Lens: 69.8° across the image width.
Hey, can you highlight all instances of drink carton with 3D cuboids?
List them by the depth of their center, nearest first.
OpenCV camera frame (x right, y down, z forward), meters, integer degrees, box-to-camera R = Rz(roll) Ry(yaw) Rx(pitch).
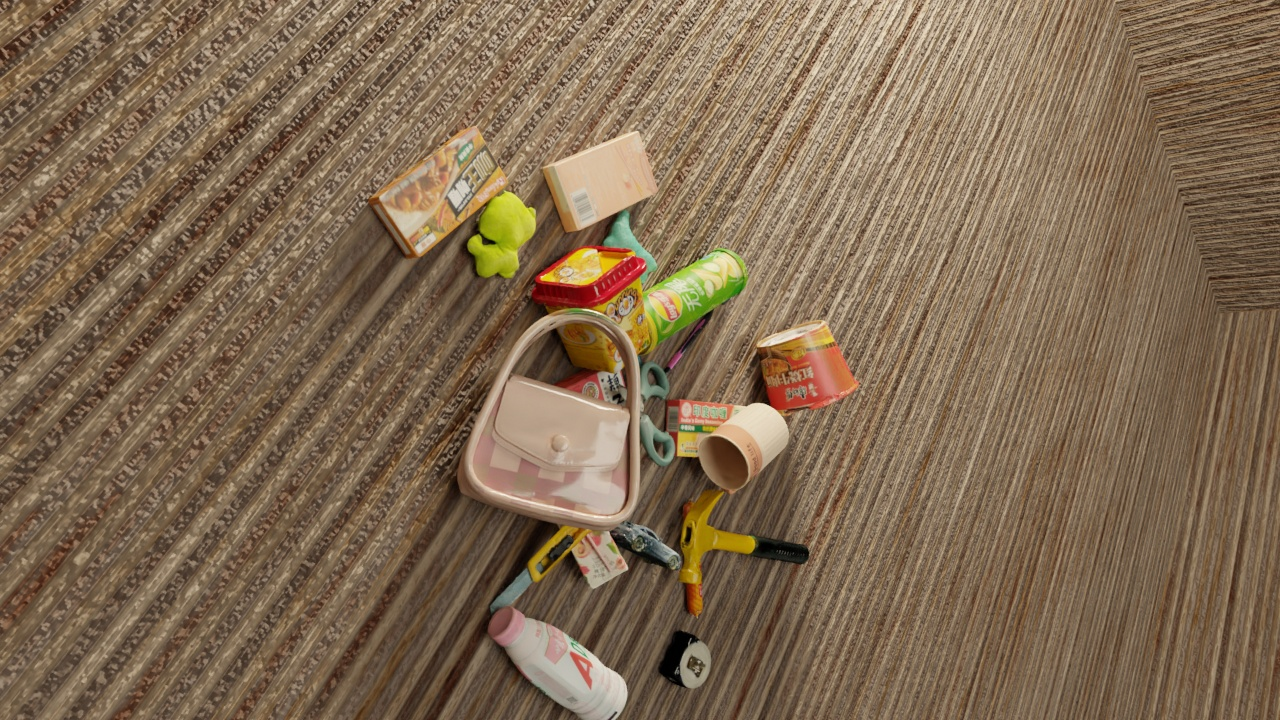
[{"bbox_3d":[-0.064,0.209,1.100,0.053,0.045,0.122,-28,112,-7],"label":"drink carton"}]

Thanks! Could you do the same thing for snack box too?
[{"bbox_3d":[-0.215,-0.182,0.990,0.153,0.026,0.075,-49,121,-34],"label":"snack box"},{"bbox_3d":[-0.061,0.080,1.118,0.113,0.044,0.127,-28,108,-41],"label":"snack box"},{"bbox_3d":[-0.048,-0.227,1.155,0.156,0.026,0.084,-33,111,-40],"label":"snack box"},{"bbox_3d":[0.097,0.098,1.284,0.155,0.027,0.077,8,83,-44],"label":"snack box"}]

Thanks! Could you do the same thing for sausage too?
[{"bbox_3d":[0.072,0.272,1.258,0.021,0.021,0.165,-4,91,-44],"label":"sausage"}]

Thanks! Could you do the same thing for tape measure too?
[{"bbox_3d":[0.064,0.407,1.238,0.066,0.034,0.065,45,61,-33],"label":"tape measure"}]

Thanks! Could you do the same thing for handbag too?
[{"bbox_3d":[-0.083,0.058,1.004,0.193,0.093,0.234,17,83,-15],"label":"handbag"}]

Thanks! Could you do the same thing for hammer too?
[{"bbox_3d":[0.155,0.264,1.315,0.300,0.033,0.128,22,73,-47],"label":"hammer"}]

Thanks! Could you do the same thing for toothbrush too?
[{"bbox_3d":[0.082,-0.042,1.286,0.188,0.014,0.018,-52,133,-32],"label":"toothbrush"}]

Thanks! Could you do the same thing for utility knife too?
[{"bbox_3d":[-0.093,0.217,1.052,0.216,0.015,0.033,-44,111,-10],"label":"utility knife"}]

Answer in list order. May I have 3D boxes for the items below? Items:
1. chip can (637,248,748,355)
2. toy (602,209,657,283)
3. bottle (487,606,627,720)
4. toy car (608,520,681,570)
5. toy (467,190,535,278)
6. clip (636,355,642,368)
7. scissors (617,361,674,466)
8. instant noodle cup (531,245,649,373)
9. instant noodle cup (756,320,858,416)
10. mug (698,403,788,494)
[{"bbox_3d":[0.057,-0.082,1.221,0.220,0.073,0.072,-33,111,-40],"label":"chip can"},{"bbox_3d":[-0.015,-0.132,1.183,0.092,0.030,0.096,41,67,-33],"label":"toy"},{"bbox_3d":[-0.097,0.351,1.061,0.197,0.068,0.068,48,58,-30],"label":"bottle"},{"bbox_3d":[0.005,0.236,1.172,0.120,0.054,0.036,39,64,-37],"label":"toy car"},{"bbox_3d":[-0.157,-0.144,1.042,0.096,0.031,0.100,-4,95,-47],"label":"toy"},{"bbox_3d":[-0.009,0.007,1.194,0.047,0.014,0.057,-26,105,-42],"label":"clip"},{"bbox_3d":[0.008,0.049,1.166,0.177,0.019,0.170,50,37,-50],"label":"scissors"},{"bbox_3d":[-0.051,-0.059,1.096,0.115,0.116,0.124,-42,128,-38],"label":"instant noodle cup"},{"bbox_3d":[0.241,0.008,1.364,0.137,0.138,0.108,-27,98,-42],"label":"instant noodle cup"},{"bbox_3d":[0.141,0.128,1.260,0.105,0.082,0.115,-33,139,-42],"label":"mug"}]
